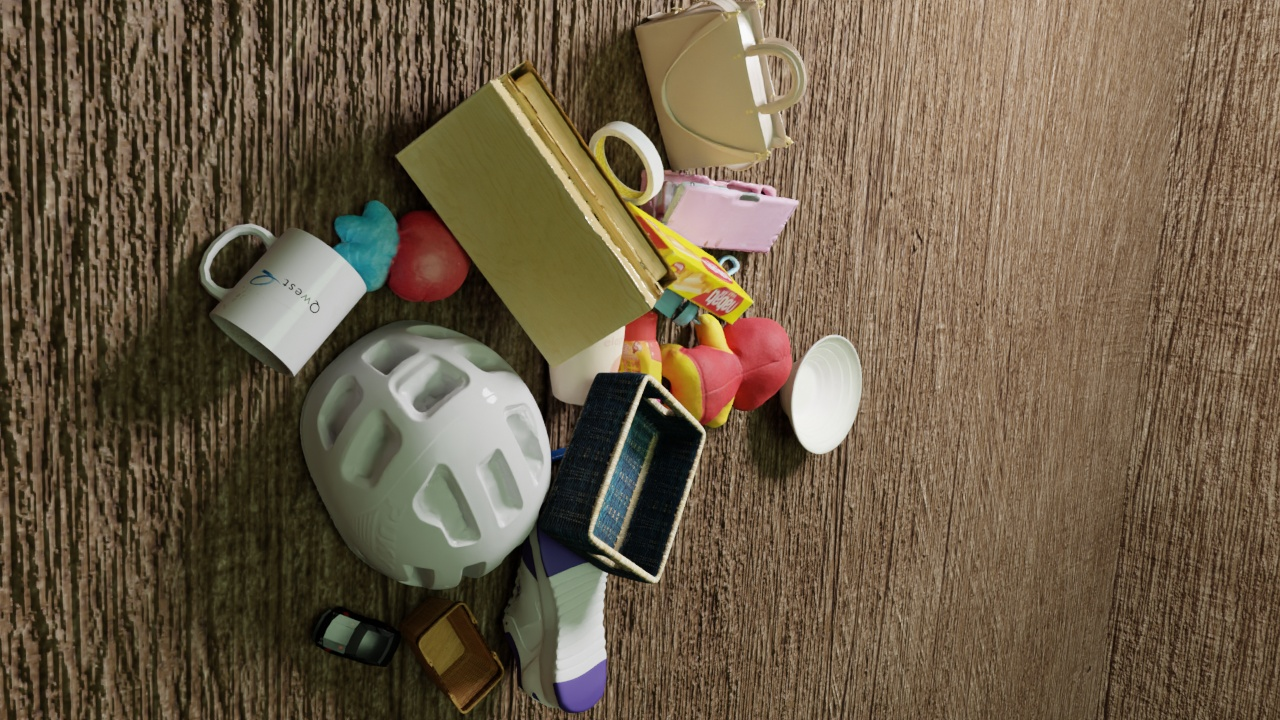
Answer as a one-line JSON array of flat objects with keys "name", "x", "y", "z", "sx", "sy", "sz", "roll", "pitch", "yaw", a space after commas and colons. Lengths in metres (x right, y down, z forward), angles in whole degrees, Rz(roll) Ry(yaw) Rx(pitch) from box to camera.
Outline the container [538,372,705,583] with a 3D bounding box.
[{"name": "container", "x": -0.016, "y": 0.124, "z": 0.977, "sx": 0.145, "sy": 0.071, "sz": 0.187, "roll": 45, "pitch": 57, "yaw": -45}]

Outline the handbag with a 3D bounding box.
[{"name": "handbag", "x": 0.106, "y": -0.312, "z": 1.042, "sx": 0.101, "sy": 0.198, "sz": 0.195, "roll": -36, "pitch": 121, "yaw": -35}]

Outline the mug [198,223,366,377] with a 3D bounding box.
[{"name": "mug", "x": -0.311, "y": -0.060, "z": 0.774, "sx": 0.119, "sy": 0.083, "sz": 0.096, "roll": 38, "pitch": 68, "yaw": -11}]

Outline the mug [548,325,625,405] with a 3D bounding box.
[{"name": "mug", "x": -0.058, "y": -0.011, "z": 1.032, "sx": 0.111, "sy": 0.085, "sz": 0.104, "roll": -37, "pitch": 135, "yaw": -68}]

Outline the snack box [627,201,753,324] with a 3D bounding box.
[{"name": "snack box", "x": 0.050, "y": -0.108, "z": 1.065, "sx": 0.042, "sy": 0.092, "sz": 0.200, "roll": -47, "pitch": 147, "yaw": 14}]

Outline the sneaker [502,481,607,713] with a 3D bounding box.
[{"name": "sneaker", "x": -0.104, "y": 0.262, "z": 1.024, "sx": 0.091, "sy": 0.111, "sz": 0.244, "roll": 7, "pitch": 72, "yaw": -42}]

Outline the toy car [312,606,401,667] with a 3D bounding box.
[{"name": "toy car", "x": -0.274, "y": 0.271, "z": 0.893, "sx": 0.091, "sy": 0.036, "sz": 0.042, "roll": 38, "pitch": 71, "yaw": -42}]

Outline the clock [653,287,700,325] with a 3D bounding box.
[{"name": "clock", "x": 0.029, "y": -0.075, "z": 1.096, "sx": 0.042, "sy": 0.087, "sz": 0.123, "roll": -48, "pitch": 131, "yaw": 9}]

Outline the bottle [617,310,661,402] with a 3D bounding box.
[{"name": "bottle", "x": -0.006, "y": 0.006, "z": 1.082, "sx": 0.048, "sy": 0.072, "sz": 0.134, "roll": -5, "pitch": 100, "yaw": -41}]

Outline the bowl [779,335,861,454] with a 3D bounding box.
[{"name": "bowl", "x": 0.254, "y": 0.046, "z": 1.355, "sx": 0.176, "sy": 0.058, "sz": 0.177, "roll": -10, "pitch": 105, "yaw": -43}]

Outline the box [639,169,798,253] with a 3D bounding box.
[{"name": "box", "x": 0.105, "y": -0.182, "z": 1.150, "sx": 0.232, "sy": 0.080, "sz": 0.099, "roll": -1, "pitch": 97, "yaw": -45}]

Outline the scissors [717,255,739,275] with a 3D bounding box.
[{"name": "scissors", "x": 0.093, "y": -0.102, "z": 1.200, "sx": 0.131, "sy": 0.018, "sz": 0.109, "roll": 15, "pitch": 83, "yaw": -45}]

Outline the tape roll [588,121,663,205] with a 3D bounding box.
[{"name": "tape roll", "x": -0.017, "y": -0.217, "z": 1.013, "sx": 0.019, "sy": 0.094, "sz": 0.094, "roll": -43, "pitch": 125, "yaw": -31}]

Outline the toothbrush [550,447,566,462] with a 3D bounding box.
[{"name": "toothbrush", "x": -0.052, "y": 0.093, "z": 1.093, "sx": 0.189, "sy": 0.016, "sz": 0.017, "roll": -15, "pitch": 101, "yaw": -42}]

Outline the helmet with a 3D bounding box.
[{"name": "helmet", "x": -0.193, "y": 0.107, "z": 0.902, "sx": 0.223, "sy": 0.184, "sz": 0.283, "roll": -33, "pitch": 140, "yaw": -31}]

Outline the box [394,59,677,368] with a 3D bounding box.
[{"name": "box", "x": -0.083, "y": -0.147, "z": 0.881, "sx": 0.248, "sy": 0.142, "sz": 0.178, "roll": 54, "pitch": 45, "yaw": -14}]

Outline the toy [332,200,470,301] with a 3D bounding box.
[{"name": "toy", "x": -0.222, "y": -0.101, "z": 0.862, "sx": 0.132, "sy": 0.062, "sz": 0.092, "roll": 8, "pitch": 72, "yaw": -27}]

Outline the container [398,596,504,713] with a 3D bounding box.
[{"name": "container", "x": -0.200, "y": 0.300, "z": 0.954, "sx": 0.063, "sy": 0.061, "sz": 0.114, "roll": -41, "pitch": 124, "yaw": -32}]

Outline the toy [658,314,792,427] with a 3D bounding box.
[{"name": "toy", "x": 0.113, "y": 0.014, "z": 1.188, "sx": 0.215, "sy": 0.099, "sz": 0.148, "roll": -19, "pitch": 118, "yaw": -36}]
